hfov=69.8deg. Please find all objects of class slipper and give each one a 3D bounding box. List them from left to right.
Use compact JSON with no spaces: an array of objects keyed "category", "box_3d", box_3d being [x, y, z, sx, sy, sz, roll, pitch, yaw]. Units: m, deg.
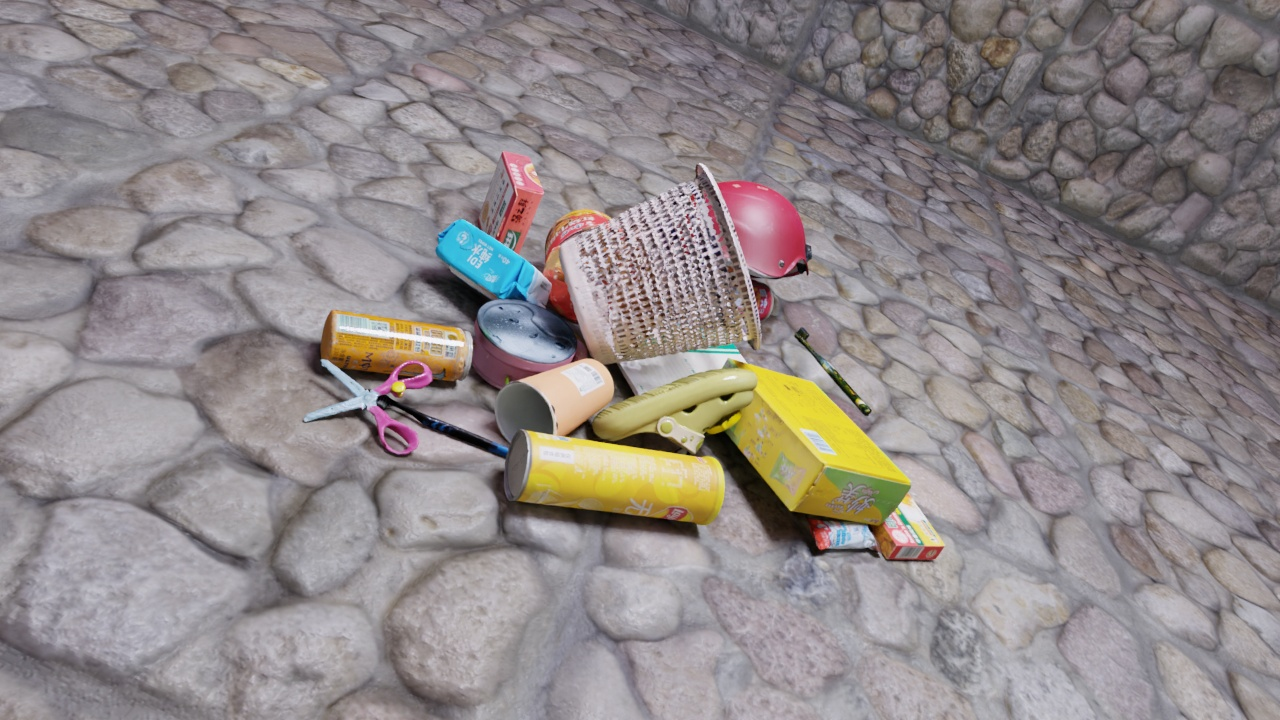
[{"category":"slipper","box_3d":[0.042,0.064,1.017,0.190,0.081,0.092,-18,8,-9]}]

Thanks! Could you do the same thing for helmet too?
[{"category":"helmet","box_3d":[0.153,-0.193,1.376,0.207,0.144,0.239,5,4,27]}]

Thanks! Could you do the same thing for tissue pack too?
[{"category":"tissue pack","box_3d":[-0.178,-0.109,1.116,0.140,0.063,0.090,34,-3,22]}]

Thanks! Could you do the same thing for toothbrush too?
[{"category":"toothbrush","box_3d":[-0.193,0.069,0.914,0.189,0.014,0.016,24,32,-6]},{"category":"toothbrush","box_3d":[0.283,0.013,1.351,0.012,0.017,0.185,8,35,-40]}]

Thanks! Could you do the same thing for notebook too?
[{"category":"notebook","box_3d":[0.057,0.005,1.174,0.208,0.012,0.150,3,39,-34]}]

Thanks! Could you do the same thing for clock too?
[{"category":"clock","box_3d":[-0.124,-0.017,1.052,0.117,0.060,0.158,41,35,25]}]

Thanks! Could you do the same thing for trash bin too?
[{"category":"trash bin","box_3d":[0.016,-0.092,1.071,0.192,0.228,0.227,-18,40,0]}]

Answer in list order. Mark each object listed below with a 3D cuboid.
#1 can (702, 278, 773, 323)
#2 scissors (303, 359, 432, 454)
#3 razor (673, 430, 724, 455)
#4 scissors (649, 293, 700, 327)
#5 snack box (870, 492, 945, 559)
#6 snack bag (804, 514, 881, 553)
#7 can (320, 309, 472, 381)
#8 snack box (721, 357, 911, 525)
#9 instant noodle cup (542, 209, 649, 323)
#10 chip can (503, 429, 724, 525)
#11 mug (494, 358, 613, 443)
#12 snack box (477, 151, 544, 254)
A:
[{"category":"can","box_3d":[0.142,-0.087,1.350,0.093,0.067,0.066,-1,40,-37]},{"category":"scissors","box_3d":[-0.257,0.042,0.886,0.133,0.017,0.135,-20,67,-31]},{"category":"razor","box_3d":[0.070,0.088,1.075,0.043,0.022,0.142,33,32,14]},{"category":"scissors","box_3d":[0.018,-0.068,1.276,0.179,0.019,0.169,41,35,25]},{"category":"snack box","box_3d":[0.293,0.173,1.106,0.077,0.027,0.155,6,36,-28]},{"category":"snack bag","box_3d":[0.227,0.194,1.026,0.104,0.026,0.048,9,43,-27]},{"category":"can","box_3d":[-0.252,-0.014,0.951,0.145,0.058,0.058,8,35,-28]},{"category":"snack box","box_3d":[0.189,0.093,1.066,0.157,0.070,0.210,15,24,-37]},{"category":"instant noodle cup","box_3d":[-0.065,-0.129,1.206,0.137,0.138,0.108,14,24,-20]},{"category":"chip can","box_3d":[-0.024,0.118,0.910,0.213,0.072,0.072,11,34,-24]},{"category":"mug","box_3d":[-0.085,0.041,0.970,0.078,0.078,0.122,37,33,17]},{"category":"snack box","box_3d":[-0.175,-0.202,1.239,0.044,0.113,0.127,11,35,-27]}]
